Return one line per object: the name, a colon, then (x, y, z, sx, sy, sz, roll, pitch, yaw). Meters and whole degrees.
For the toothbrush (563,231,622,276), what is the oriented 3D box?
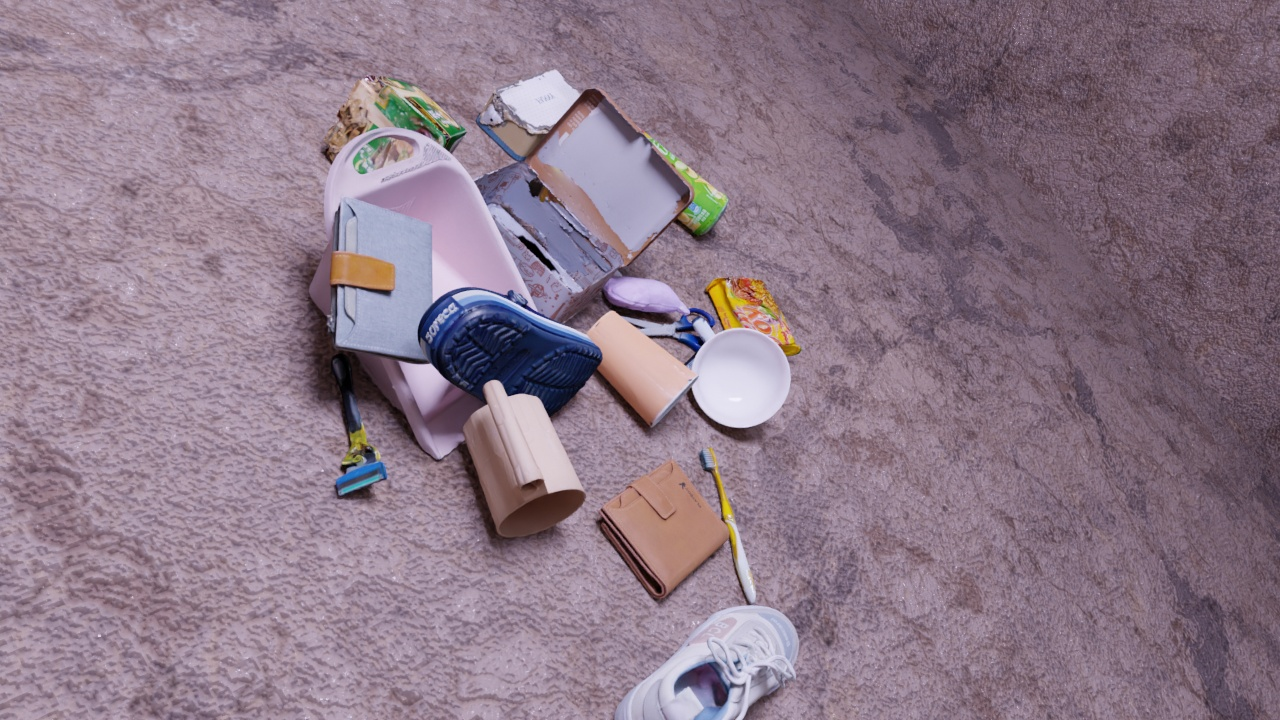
toothbrush: (-0.094, -0.156, 1.145, 0.180, 0.016, 0.016, 38, 39, -11)

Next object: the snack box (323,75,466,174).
snack box: (-0.257, -0.240, 1.002, 0.117, 0.118, 0.105, 43, 27, -1)

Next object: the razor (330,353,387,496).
razor: (-0.249, 0.052, 0.792, 0.042, 0.022, 0.142, -21, 58, -3)

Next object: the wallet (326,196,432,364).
wallet: (-0.219, -0.067, 0.786, 0.106, 0.037, 0.129, 14, 69, -54)

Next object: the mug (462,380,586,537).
mug: (-0.108, 0.085, 0.812, 0.084, 0.125, 0.103, -23, 64, -9)

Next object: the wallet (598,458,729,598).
wallet: (0.025, 0.166, 0.928, 0.108, 0.031, 0.131, 52, 36, 9)

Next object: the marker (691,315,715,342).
marker: (0.107, -0.001, 1.156, 0.018, 0.023, 0.130, -36, 93, -32)

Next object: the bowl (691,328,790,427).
bowl: (0.117, 0.020, 1.112, 0.118, 0.118, 0.065, 42, -1, -2)

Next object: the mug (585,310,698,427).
mug: (-0.006, 0.006, 1.022, 0.123, 0.078, 0.078, 42, 36, 7)

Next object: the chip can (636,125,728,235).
chip can: (0.025, -0.268, 1.314, 0.221, 0.073, 0.072, 37, 37, -9)

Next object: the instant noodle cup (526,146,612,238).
instant noodle cup: (-0.077, -0.227, 1.150, 0.114, 0.119, 0.118, 27, 39, -8)

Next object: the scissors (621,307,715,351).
scissors: (0.046, -0.029, 1.153, 0.141, 0.012, 0.170, 47, 39, 4)

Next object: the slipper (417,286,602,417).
slipper: (-0.129, -0.012, 0.856, 0.095, 0.105, 0.252, 46, 8, 24)

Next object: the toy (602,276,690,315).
toy: (0.000, -0.084, 1.139, 0.107, 0.039, 0.084, 1, 31, -38)

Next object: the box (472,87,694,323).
box: (-0.086, -0.165, 1.020, 0.180, 0.227, 0.156, 47, 20, 2)

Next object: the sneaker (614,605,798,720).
sneaker: (0.083, 0.273, 0.826, 0.241, 0.091, 0.089, -15, 66, -50)

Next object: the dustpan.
dustpan: (-0.189, -0.077, 0.874, 0.273, 0.139, 0.221, 43, 37, 0)

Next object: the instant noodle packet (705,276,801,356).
instant noodle packet: (0.155, -0.059, 1.256, 0.110, 0.044, 0.128, 0, 55, -38)

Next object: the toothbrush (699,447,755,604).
toothbrush: (0.093, 0.174, 0.995, 0.018, 0.016, 0.191, 6, 50, -25)

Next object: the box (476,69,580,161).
box: (-0.138, -0.337, 1.244, 0.090, 0.059, 0.183, 46, 35, 1)

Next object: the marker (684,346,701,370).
marker: (0.055, 0.014, 1.107, 0.018, 0.015, 0.123, 47, 41, -1)
